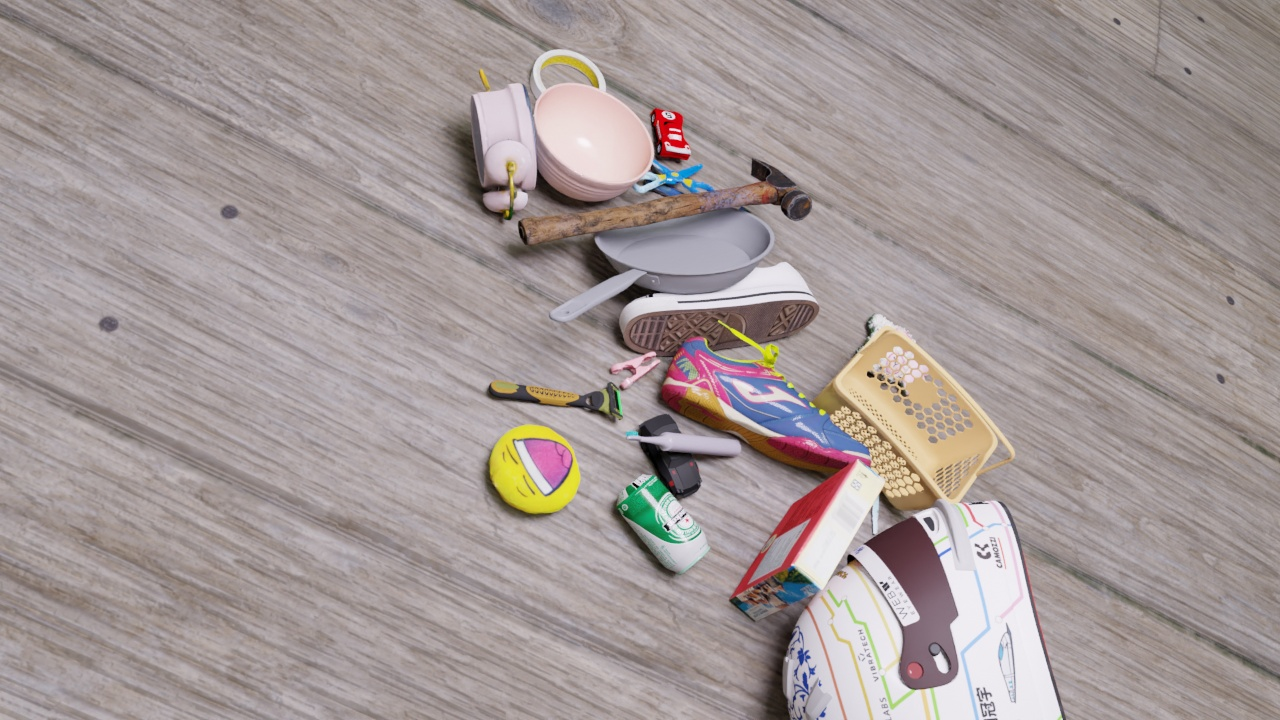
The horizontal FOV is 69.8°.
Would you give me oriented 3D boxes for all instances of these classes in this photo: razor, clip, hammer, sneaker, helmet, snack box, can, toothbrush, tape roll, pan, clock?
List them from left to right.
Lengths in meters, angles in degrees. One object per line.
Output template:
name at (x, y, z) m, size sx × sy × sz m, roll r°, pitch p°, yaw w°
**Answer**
clock at (-0.150, -0.229, 1.014) m, size 0.058 × 0.117 × 0.157 m, roll -8°, pitch 69°, yaw -13°
razor at (-0.089, 0.037, 0.965) m, size 0.144 × 0.021 × 0.044 m, roll 9°, pitch 45°, yaw -19°
tape roll at (-0.091, -0.346, 1.147) m, size 0.094 × 0.019 × 0.094 m, roll 9°, pitch 63°, yaw -18°
clip at (-0.003, 0.013, 1.011) m, size 0.060 × 0.023 × 0.045 m, roll -2°, pitch 72°, yaw -21°
pan at (0.010, -0.098, 0.975) m, size 0.201 × 0.051 × 0.355 m, roll 17°, pitch 35°, yaw 25°
hammer at (0.022, -0.174, 1.035) m, size 0.329 × 0.033 × 0.120 m, roll -12°, pitch 38°, yaw -19°
can at (0.022, 0.165, 0.930) m, size 0.053 × 0.053 × 0.101 m, roll -37°, pitch 83°, yaw -31°
toothbrush at (0.046, 0.085, 0.945) m, size 0.187 × 0.018 × 0.019 m, roll 11°, pitch 61°, yaw -51°
razor at (0.068, -0.196, 1.140) m, size 0.141 × 0.018 × 0.043 m, roll 23°, pitch 58°, yaw -6°
sneaker at (0.084, -0.076, 1.054) m, size 0.245 × 0.091 × 0.097 m, roll -10°, pitch 59°, yaw -22°
sneaker at (0.147, 0.045, 0.999) m, size 0.242 × 0.116 × 0.091 m, roll 25°, pitch 69°, yaw -2°
snack box at (0.167, 0.183, 0.925) m, size 0.040 × 0.145 × 0.142 m, roll 39°, pitch 58°, yaw 2°
helmet at (0.252, 0.295, 0.855) m, size 0.236 × 0.231 × 0.314 m, roll -9°, pitch 72°, yaw 4°

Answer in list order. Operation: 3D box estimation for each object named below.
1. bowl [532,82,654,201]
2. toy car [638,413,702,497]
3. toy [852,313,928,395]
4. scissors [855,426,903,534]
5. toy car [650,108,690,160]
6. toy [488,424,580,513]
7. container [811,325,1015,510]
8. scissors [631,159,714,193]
bowl at (-0.067, -0.241, 1.068) m, size 0.153 × 0.076 × 0.152 m, roll 15°, pitch 53°, yaw -21°
toy car at (0.034, 0.100, 0.975) m, size 0.042 × 0.036 × 0.091 m, roll -21°, pitch 75°, yaw -29°
toy at (0.320, -0.003, 1.139) m, size 0.109 × 0.041 × 0.095 m, roll 36°, pitch 57°, yaw -9°
scissors at (0.268, 0.133, 1.068) m, size 0.129 × 0.014 × 0.119 m, roll -31°, pitch 83°, yaw -28°
toy car at (0.039, -0.288, 1.162) m, size 0.038 × 0.025 × 0.089 m, roll 5°, pitch 56°, yaw -20°
toy at (-0.105, 0.108, 0.914) m, size 0.094 × 0.041 × 0.095 m, roll -22°, pitch 73°, yaw -33°
container at (0.300, 0.059, 1.006) m, size 0.183 × 0.167 × 0.129 m, roll 47°, pitch 59°, yaw 3°
scissors at (0.039, -0.221, 1.121) m, size 0.130 × 0.014 × 0.125 m, roll -19°, pitch 49°, yaw -39°
